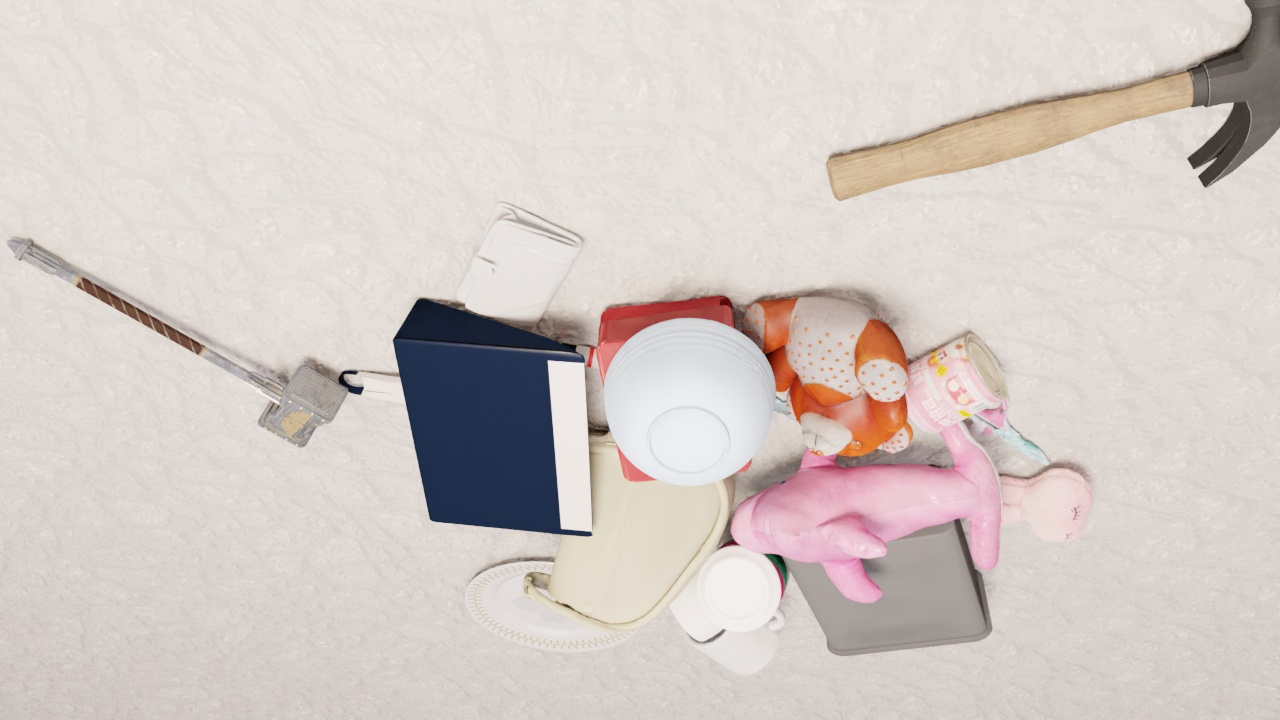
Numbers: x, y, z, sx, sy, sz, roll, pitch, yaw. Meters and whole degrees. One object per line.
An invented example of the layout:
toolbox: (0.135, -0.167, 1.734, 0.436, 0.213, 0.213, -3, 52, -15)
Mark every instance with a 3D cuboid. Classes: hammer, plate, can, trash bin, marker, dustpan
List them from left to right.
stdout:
hammer: (-0.449, -0.023, 0.890, 0.322, 0.044, 0.099, 34, 142, -21)
dustpan: (-0.178, 0.052, 0.900, 0.273, 0.080, 0.237, 5, 128, 6)
plate: (-0.116, 0.332, 1.245, 0.242, 0.016, 0.243, 3, 137, 3)
marker: (-0.006, 0.005, 0.884, 0.145, 0.019, 0.019, 11, 137, -4)
can: (0.117, 0.241, 1.016, 0.088, 0.088, 0.165, -6, 174, 13)
trash bin: (0.276, 0.232, 1.036, 0.192, 0.097, 0.220, -13, 132, 20)
can: (0.281, 0.022, 0.834, 0.067, 0.067, 0.076, 36, 129, -28)
hammer: (0.290, -0.164, 0.662, 0.306, 0.040, 0.132, -12, 131, 19)

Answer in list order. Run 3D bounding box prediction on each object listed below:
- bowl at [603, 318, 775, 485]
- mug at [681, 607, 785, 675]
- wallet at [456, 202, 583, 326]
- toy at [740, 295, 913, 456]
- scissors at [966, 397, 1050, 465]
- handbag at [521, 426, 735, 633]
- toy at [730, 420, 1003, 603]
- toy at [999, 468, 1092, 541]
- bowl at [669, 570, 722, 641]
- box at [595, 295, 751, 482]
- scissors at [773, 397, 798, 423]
bowl: (0.040, 0.048, 0.762, 0.150, 0.074, 0.151, 2, 119, 3)
mug: (0.127, 0.335, 1.164, 0.122, 0.090, 0.090, -27, 127, 32)
wallet: (-0.108, -0.077, 0.802, 0.086, 0.032, 0.116, 18, 136, -14)
toy: (0.173, 0.024, 0.822, 0.164, 0.092, 0.172, 19, 146, 35)
scissors: (0.357, 0.069, 0.917, 0.174, 0.017, 0.077, 30, 128, -28)
handbag: (-0.007, 0.173, 0.984, 0.184, 0.131, 0.229, 20, 102, 8)
toy: (0.213, 0.150, 0.880, 0.266, 0.127, 0.186, -13, 89, 13)
toy: (0.419, 0.151, 0.970, 0.105, 0.053, 0.108, 4, 140, 25)
bowl: (0.072, 0.278, 1.105, 0.054, 0.104, 0.105, -35, 125, 15)
box: (0.030, 0.025, 0.843, 0.129, 0.086, 0.158, -6, 120, 9)
scissors: (0.113, 0.047, 0.921, 0.136, 0.015, 0.126, 36, 129, -24)
